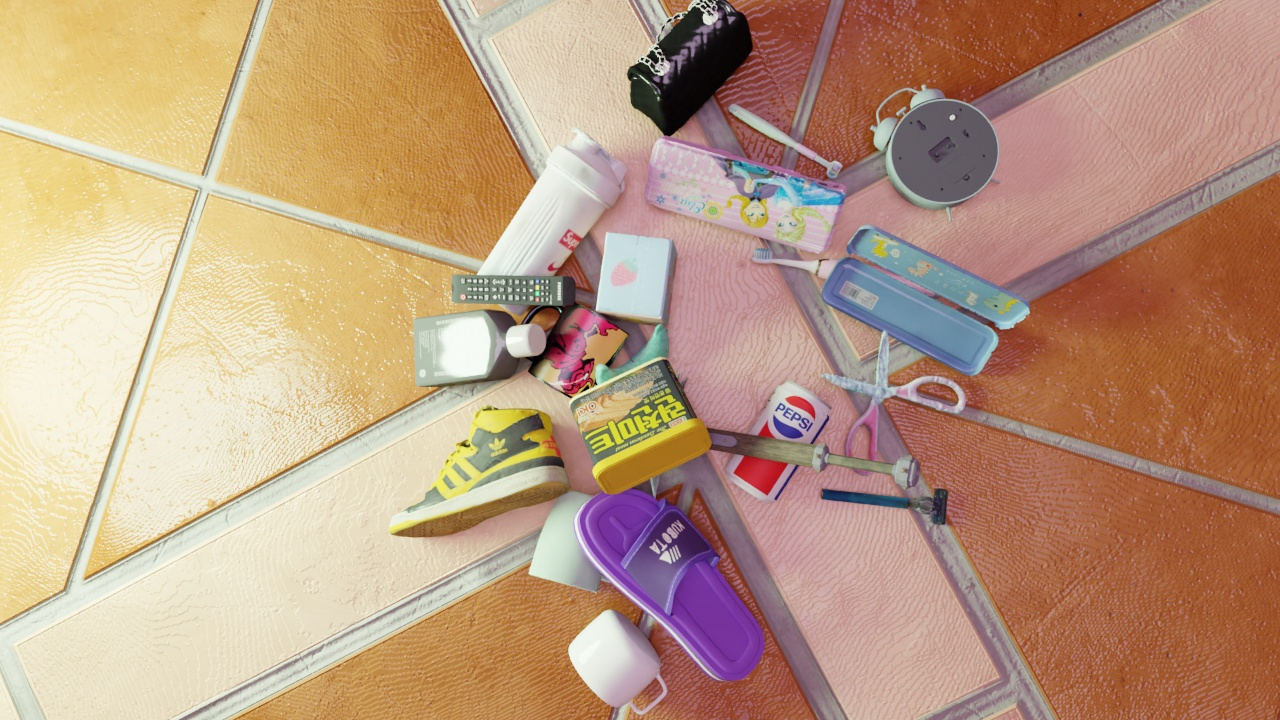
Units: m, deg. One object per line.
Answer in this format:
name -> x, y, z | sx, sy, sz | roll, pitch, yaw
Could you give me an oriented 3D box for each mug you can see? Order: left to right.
mug -> -0.088, -0.018, 1.080 | 0.118, 0.082, 0.098 | 30, 90, 7
mug -> -0.062, 0.213, 1.069 | 0.111, 0.084, 0.104 | 20, 75, -16
mug -> -0.021, 0.345, 1.043 | 0.068, 0.094, 0.115 | -43, 76, 0

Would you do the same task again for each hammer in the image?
hammer -> 0.146, 0.101, 0.998 | 0.317, 0.028, 0.147 | 7, 80, 35

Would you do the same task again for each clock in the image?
clock -> 0.342, -0.248, 1.072 | 0.122, 0.045, 0.159 | -38, 83, 2

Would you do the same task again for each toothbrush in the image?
toothbrush -> 0.173, -0.266, 1.104 | 0.155, 0.015, 0.022 | 33, 124, 6
toothbrush -> 0.242, -0.105, 1.081 | 0.223, 0.027, 0.027 | 11, 113, 6

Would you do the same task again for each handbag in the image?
handbag -> 0.044, -0.361, 1.067 | 0.154, 0.125, 0.114 | -43, 83, 2

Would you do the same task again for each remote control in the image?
remote control -> -0.148, -0.081, 1.053 | 0.147, 0.015, 0.033 | 2, 97, 7

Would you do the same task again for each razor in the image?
razor -> 0.282, 0.163, 1.064 | 0.144, 0.022, 0.042 | 5, 86, 6

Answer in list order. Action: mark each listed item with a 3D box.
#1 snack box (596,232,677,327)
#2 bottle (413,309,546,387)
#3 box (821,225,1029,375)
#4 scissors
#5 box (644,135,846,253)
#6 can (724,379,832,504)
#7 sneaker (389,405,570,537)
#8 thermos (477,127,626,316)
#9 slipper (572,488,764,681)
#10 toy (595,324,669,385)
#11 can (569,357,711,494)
snack box -> -0.003, -0.093, 1.070 | 0.079, 0.094, 0.093 | 7, 88, 6
bottle -> -0.188, -0.016, 1.072 | 0.174, 0.046, 0.083 | -6, 85, 33
box -> 0.321, -0.072, 1.043 | 0.209, 0.043, 0.125 | 27, 128, 1
scissors -> 0.293, 0.051, 1.065 | 0.177, 0.013, 0.170 | 3, 94, 0
box -> 0.124, -0.202, 1.095 | 0.230, 0.070, 0.085 | 17, 120, 6
can -> 0.158, 0.094, 1.055 | 0.070, 0.070, 0.132 | 33, 90, 7
sneaker -> -0.199, 0.127, 1.081 | 0.239, 0.086, 0.122 | -19, 65, 17
thermos -> -0.107, -0.161, 1.093 | 0.099, 0.099, 0.220 | 37, 96, 7
slipper -> 0.050, 0.241, 1.017 | 0.266, 0.084, 0.107 | 49, 57, -4
toy -> -0.006, 0.006, 1.073 | 0.105, 0.085, 0.033 | -38, 57, -17
can -> -0.003, 0.071, 1.022 | 0.131, 0.072, 0.101 | -25, 58, -1
